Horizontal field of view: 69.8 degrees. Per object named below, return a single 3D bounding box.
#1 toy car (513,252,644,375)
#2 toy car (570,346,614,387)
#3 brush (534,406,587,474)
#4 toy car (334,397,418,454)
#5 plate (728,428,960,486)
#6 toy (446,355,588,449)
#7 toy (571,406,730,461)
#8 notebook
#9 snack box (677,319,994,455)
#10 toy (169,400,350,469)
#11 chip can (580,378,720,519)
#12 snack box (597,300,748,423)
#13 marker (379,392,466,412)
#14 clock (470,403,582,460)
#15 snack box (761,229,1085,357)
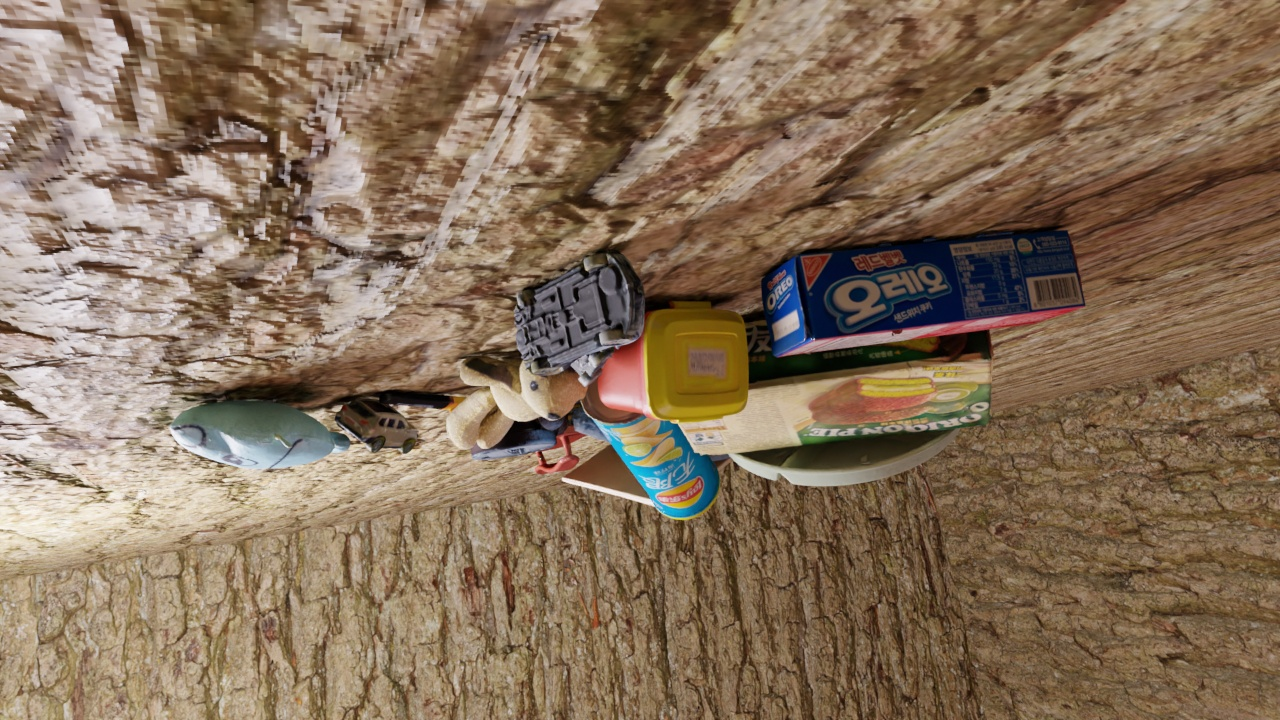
[{"bbox_3d":[-0.032,-0.024,0.500,0.031,0.049,0.106,-7,171,-42],"label":"toy car"},{"bbox_3d":[-0.034,-0.014,0.583,0.034,0.043,0.091,-43,175,-19],"label":"toy car"},{"bbox_3d":[-0.101,0.094,1.040,0.063,0.069,0.146,-6,169,-21],"label":"brush"},{"bbox_3d":[-0.217,0.054,0.772,0.035,0.042,0.090,-55,164,0],"label":"toy car"},{"bbox_3d":[0.177,0.045,0.822,0.230,0.027,0.229,-11,-155,5],"label":"plate"},{"bbox_3d":[-0.094,0.030,0.694,0.105,0.066,0.158,17,148,-33],"label":"toy"},{"bbox_3d":[0.082,0.055,0.963,0.355,0.091,0.138,-8,161,-24],"label":"toy"},{"bbox_3d":[0.034,0.101,1.043,0.150,0.012,0.210,8,-154,36],"label":"notebook"},{"bbox_3d":[0.145,0.016,0.715,0.240,0.063,0.114,-9,150,16],"label":"snack box"},{"bbox_3d":[-0.282,0.057,0.692,0.157,0.049,0.161,-6,168,43],"label":"toy"},{"bbox_3d":[0.014,0.070,0.806,0.071,0.071,0.210,-12,147,11],"label":"chip can"},{"bbox_3d":[0.020,0.001,0.635,0.091,0.082,0.080,-2,180,-38],"label":"snack box"},{"bbox_3d":[-0.179,0.037,0.791,0.018,0.015,0.123,-20,165,25],"label":"marker"},{"bbox_3d":[-0.112,0.060,0.880,0.122,0.055,0.082,-11,169,-1],"label":"clock"},{"bbox_3d":[0.182,-0.044,0.591,0.207,0.057,0.058,-8,172,-18],"label":"snack box"}]
